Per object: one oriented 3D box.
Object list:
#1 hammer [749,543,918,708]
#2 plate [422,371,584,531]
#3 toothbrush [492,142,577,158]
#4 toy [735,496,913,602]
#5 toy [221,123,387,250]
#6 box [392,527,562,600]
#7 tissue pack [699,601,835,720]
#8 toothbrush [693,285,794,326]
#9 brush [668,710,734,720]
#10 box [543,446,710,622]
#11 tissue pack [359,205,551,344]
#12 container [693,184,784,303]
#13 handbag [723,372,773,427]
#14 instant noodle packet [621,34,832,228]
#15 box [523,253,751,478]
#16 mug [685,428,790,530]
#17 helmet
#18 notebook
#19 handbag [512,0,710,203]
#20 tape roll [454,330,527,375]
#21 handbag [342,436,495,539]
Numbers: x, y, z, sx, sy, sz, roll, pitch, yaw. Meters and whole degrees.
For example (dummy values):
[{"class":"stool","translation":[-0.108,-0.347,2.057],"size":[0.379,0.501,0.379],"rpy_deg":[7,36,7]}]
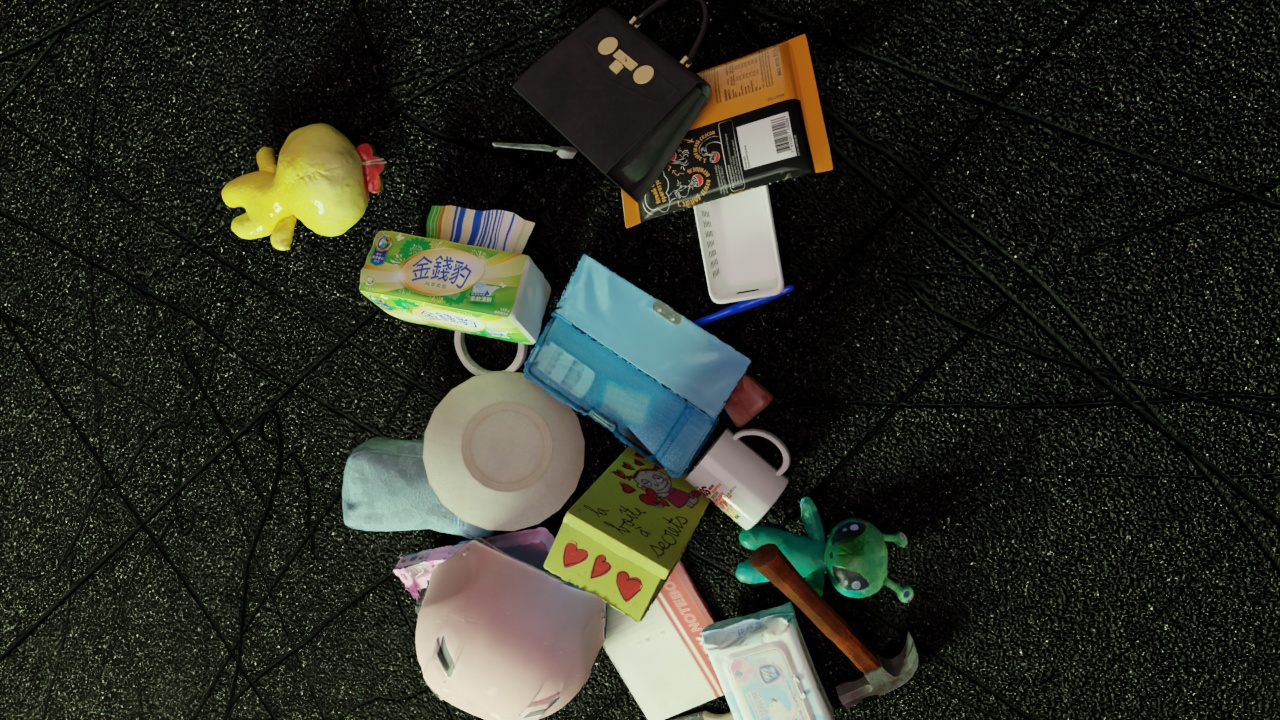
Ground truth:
[{"class":"hammer","translation":[0.203,0.280,0.977],"size":[0.111,0.028,0.300],"rpy_deg":[-31,126,17]},{"class":"plate","translation":[-0.157,0.102,1.070],"size":[0.188,0.027,0.188],"rpy_deg":[3,76,-13]},{"class":"toothbrush","translation":[-0.110,-0.220,0.962],"size":[0.010,0.181,0.010],"rpy_deg":[43,113,9]},{"class":"toy","translation":[0.205,0.221,1.027],"size":[0.193,0.072,0.130],"rpy_deg":[0,68,16]},{"class":"toy","translation":[-0.409,-0.207,1.102],"size":[0.208,0.092,0.134],"rpy_deg":[-16,94,21]},{"class":"box","translation":[-0.182,0.293,1.162],"size":[0.231,0.035,0.159],"rpy_deg":[-15,118,25]},{"class":"tissue pack","translation":[0.153,0.379,1.070],"size":[0.112,0.070,0.182],"rpy_deg":[-20,96,11]},{"class":"toothbrush","translation":[0.085,-0.053,1.028],"size":[0.183,0.016,0.018],"rpy_deg":[-20,90,20]},{"class":"brush","translation":[0.083,0.454,1.143],"size":[0.151,0.012,0.039],"rpy_deg":[-23,94,19]},{"class":"box","translation":[-0.005,0.180,0.999],"size":[0.124,0.220,0.081],"rpy_deg":[28,107,11]},{"class":"tissue pack","translation":[-0.202,-0.112,1.060],"size":[0.198,0.120,0.141],"rpy_deg":[12,76,8]},{"class":"container","translation":[0.108,-0.131,0.986],"size":[0.081,0.049,0.129],"rpy_deg":[-8,100,18]},{"class":"handbag","translation":[0.093,0.015,1.039],"size":[0.055,0.029,0.119],"rpy_deg":[-43,82,25]},{"class":"instant noodle packet","translation":[0.078,-0.239,0.956],"size":[0.221,0.032,0.159],"rpy_deg":[-13,70,19]},{"class":"box","translation":[-0.006,0.006,1.051],"size":[0.231,0.033,0.175],"rpy_deg":[35,112,11]},{"class":"mug","translation":[0.117,0.122,1.027],"size":[0.089,0.073,0.105],"rpy_deg":[40,110,5]},{"class":"helmet","translation":[-0.163,0.343,1.087],"size":[0.230,0.152,0.256],"rpy_deg":[30,137,-13]},{"class":"notebook","translation":[0.022,0.337,1.135],"size":[0.153,0.012,0.209],"rpy_deg":[-30,93,20]},{"class":"handbag","translation":[-0.004,-0.299,0.951],"size":[0.196,0.072,0.175],"rpy_deg":[-47,59,8]},{"class":"tape roll","translation":[-0.182,-0.023,1.115],"size":[0.093,0.013,0.093],"rpy_deg":[3,103,15]},{"class":"handbag","translation":[-0.261,0.150,1.119],"size":[0.192,0.118,0.122],"rpy_deg":[3,105,-10]}]
